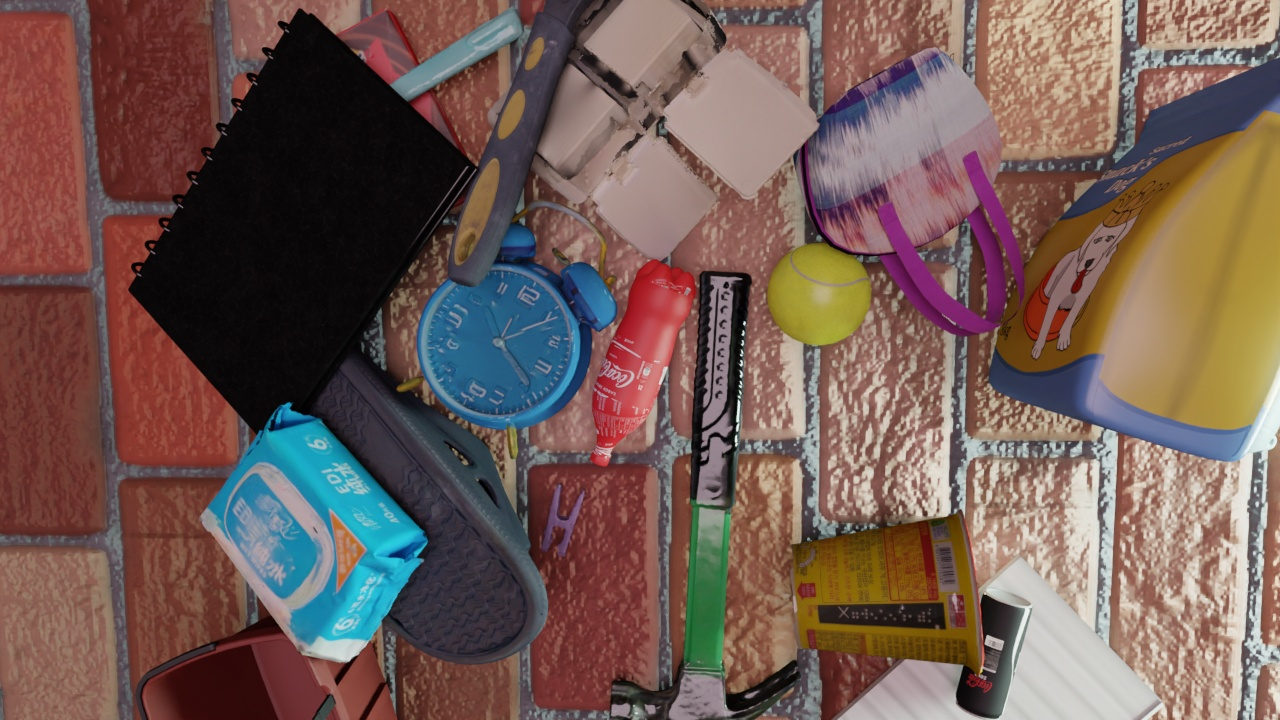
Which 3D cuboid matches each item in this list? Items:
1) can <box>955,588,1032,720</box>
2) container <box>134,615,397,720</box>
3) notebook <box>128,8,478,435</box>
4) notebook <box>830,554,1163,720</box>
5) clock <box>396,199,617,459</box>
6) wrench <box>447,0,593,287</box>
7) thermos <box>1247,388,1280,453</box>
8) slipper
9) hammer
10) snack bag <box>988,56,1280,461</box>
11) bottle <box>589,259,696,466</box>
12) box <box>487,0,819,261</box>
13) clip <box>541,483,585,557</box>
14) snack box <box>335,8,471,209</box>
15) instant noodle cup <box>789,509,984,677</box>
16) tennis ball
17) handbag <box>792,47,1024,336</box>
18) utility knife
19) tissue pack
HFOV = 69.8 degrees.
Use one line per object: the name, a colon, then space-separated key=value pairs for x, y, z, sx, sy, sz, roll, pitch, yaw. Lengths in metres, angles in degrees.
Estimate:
can: x=0.235 y=0.196 z=0.612 sx=0.031 sy=0.031 sz=0.080 roll=13 pitch=96 yaw=2
container: x=-0.232 y=0.240 z=0.568 sx=0.127 sy=0.200 sz=0.148 roll=-19 pitch=94 yaw=4
notebook: x=-0.228 y=-0.084 z=0.591 sx=0.169 sy=0.019 sz=0.232 roll=44 pitch=106 yaw=13
notebook: x=0.234 y=0.256 z=0.639 sx=0.210 sy=0.009 sz=0.142 roll=-44 pitch=91 yaw=6
clock: x=-0.083 y=-0.027 z=0.602 sx=0.117 sy=0.060 sz=0.161 roll=28 pitch=91 yaw=0
wrench: x=-0.065 y=-0.173 z=0.565 sx=0.073 sy=0.022 sz=0.273 roll=13 pitch=79 yaw=31
thermos: x=0.395 y=-0.041 z=0.571 sx=0.078 sy=0.065 sz=0.207 roll=21 pitch=97 yaw=-15
slipper: x=-0.155 y=0.086 z=0.617 sx=0.268 sy=0.083 sz=0.111 roll=47 pitch=108 yaw=15
hammer: x=0.049 y=0.099 z=0.624 sx=0.130 sy=0.032 sz=0.319 roll=3 pitch=95 yaw=4
snack bag: x=0.297 y=-0.060 z=0.529 sx=0.102 sy=0.159 sz=0.205 roll=17 pitch=95 yaw=2
bottle: x=-0.004 y=0.004 z=0.610 sx=0.042 sy=0.042 sz=0.141 roll=21 pitch=99 yaw=1
box: x=0.010 y=-0.145 z=0.584 sx=0.145 sy=0.101 sz=0.186 roll=-45 pitch=72 yaw=9
clip: x=-0.053 y=0.112 z=0.640 sx=0.036 sy=0.013 sz=0.052 roll=13 pitch=99 yaw=3
snack box: x=-0.174 y=-0.153 z=0.615 sx=0.089 sy=0.021 sz=0.133 roll=-27 pitch=94 yaw=3
instant noodle cup: x=0.157 y=0.149 z=0.597 sx=0.112 sy=0.100 sz=0.100 roll=-5 pitch=95 yaw=14
tennis ball: x=0.114 y=-0.043 z=0.587 sx=0.065 sy=0.065 sz=0.065 roll=0 pitch=96 yaw=3
handbag: x=0.179 y=-0.095 z=0.568 sx=0.144 sy=0.068 sz=0.170 roll=-31 pitch=93 yaw=-13
utility knife: x=-0.144 y=-0.181 z=0.592 sx=0.158 sy=0.015 sz=0.022 roll=-32 pitch=71 yaw=-3
tissue pack: x=-0.204 y=0.104 z=0.562 sx=0.144 sy=0.061 sz=0.093 roll=43 pitch=109 yaw=19
